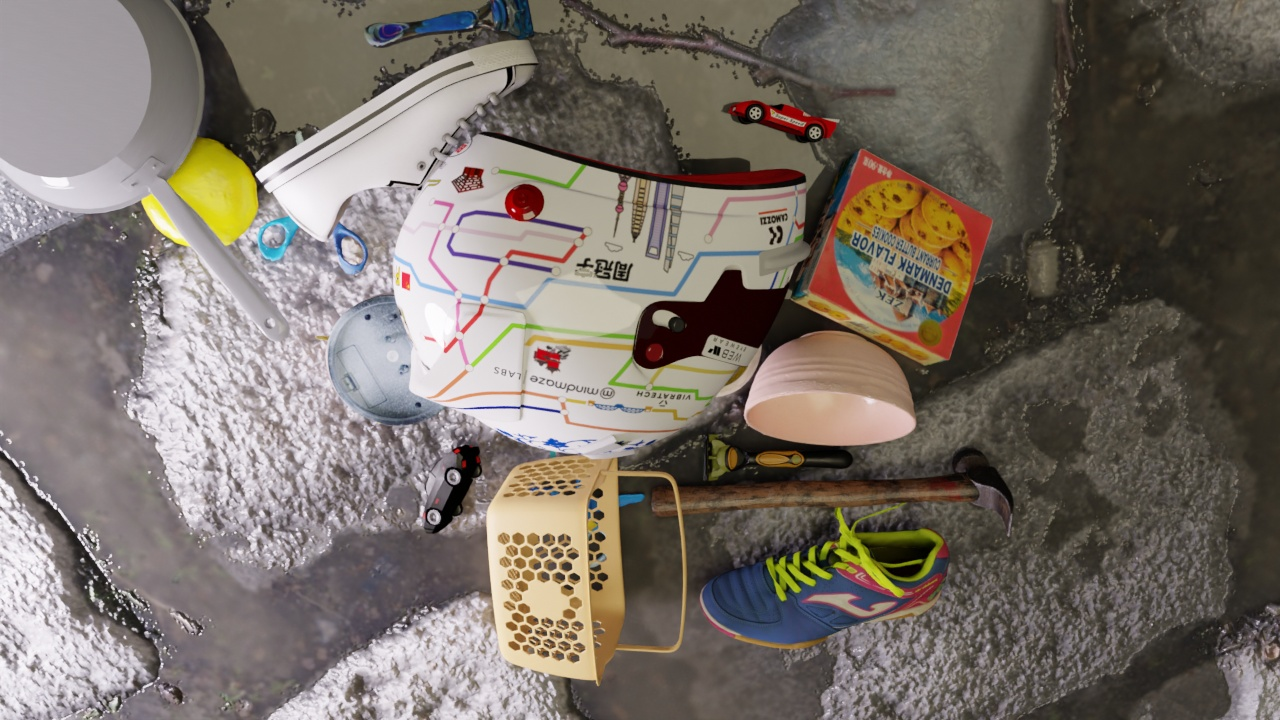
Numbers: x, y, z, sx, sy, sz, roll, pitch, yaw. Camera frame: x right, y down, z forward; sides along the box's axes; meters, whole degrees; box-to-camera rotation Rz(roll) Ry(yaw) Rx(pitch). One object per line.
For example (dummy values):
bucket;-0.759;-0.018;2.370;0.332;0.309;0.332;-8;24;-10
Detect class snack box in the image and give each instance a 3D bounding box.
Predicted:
snack box;0.222;-0.089;0.805;0.142;0.040;0.144;25;76;-11

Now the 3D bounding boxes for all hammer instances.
hammer;0.175;0.129;0.863;0.330;0.119;0.033;-3;110;3

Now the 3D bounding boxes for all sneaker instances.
sneaker;0.176;0.202;0.884;0.241;0.116;0.091;-8;133;-6
sneaker;-0.184;-0.174;0.755;0.245;0.091;0.097;-31;109;-1

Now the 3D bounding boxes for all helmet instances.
helmet;-0.029;-0.044;0.709;0.314;0.231;0.236;3;102;-16

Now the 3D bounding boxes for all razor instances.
razor;-0.161;-0.281;0.766;0.141;0.018;0.044;-11;106;-1
razor;0.132;0.094;0.878;0.144;0.021;0.044;1;87;-3

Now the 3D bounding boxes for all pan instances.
pan;-0.403;-0.158;0.734;0.201;0.050;0.356;-38;90;5

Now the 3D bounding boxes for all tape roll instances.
tape roll;0.064;-0.014;0.838;0.094;0.019;0.094;-1;92;-18

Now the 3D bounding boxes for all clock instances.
clock;-0.196;-0.015;0.814;0.158;0.058;0.117;-27;106;3

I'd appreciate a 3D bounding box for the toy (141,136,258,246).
toy;-0.374;-0.141;0.777;0.094;0.041;0.095;-30;105;0

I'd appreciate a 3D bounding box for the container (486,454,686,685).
container;-0.042;0.186;0.832;0.167;0.129;0.183;1;108;8

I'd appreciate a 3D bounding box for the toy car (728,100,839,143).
toy car;0.123;-0.209;0.795;0.089;0.038;0.025;16;100;-8

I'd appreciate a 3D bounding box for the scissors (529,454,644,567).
scissors;-0.057;0.146;0.891;0.125;0.013;0.130;-10;110;0

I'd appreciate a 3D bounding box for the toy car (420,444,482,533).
toy car;-0.182;0.119;0.861;0.036;0.042;0.092;31;103;14

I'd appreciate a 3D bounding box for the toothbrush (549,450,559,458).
toothbrush;-0.085;0.008;0.849;0.019;0.018;0.188;-5;105;-1

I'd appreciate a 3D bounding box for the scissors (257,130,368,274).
scissors;-0.273;-0.131;0.803;0.119;0.014;0.129;32;96;-8

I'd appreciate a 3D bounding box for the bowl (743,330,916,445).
bowl;0.169;0.020;0.820;0.153;0.153;0.076;9;70;-6
